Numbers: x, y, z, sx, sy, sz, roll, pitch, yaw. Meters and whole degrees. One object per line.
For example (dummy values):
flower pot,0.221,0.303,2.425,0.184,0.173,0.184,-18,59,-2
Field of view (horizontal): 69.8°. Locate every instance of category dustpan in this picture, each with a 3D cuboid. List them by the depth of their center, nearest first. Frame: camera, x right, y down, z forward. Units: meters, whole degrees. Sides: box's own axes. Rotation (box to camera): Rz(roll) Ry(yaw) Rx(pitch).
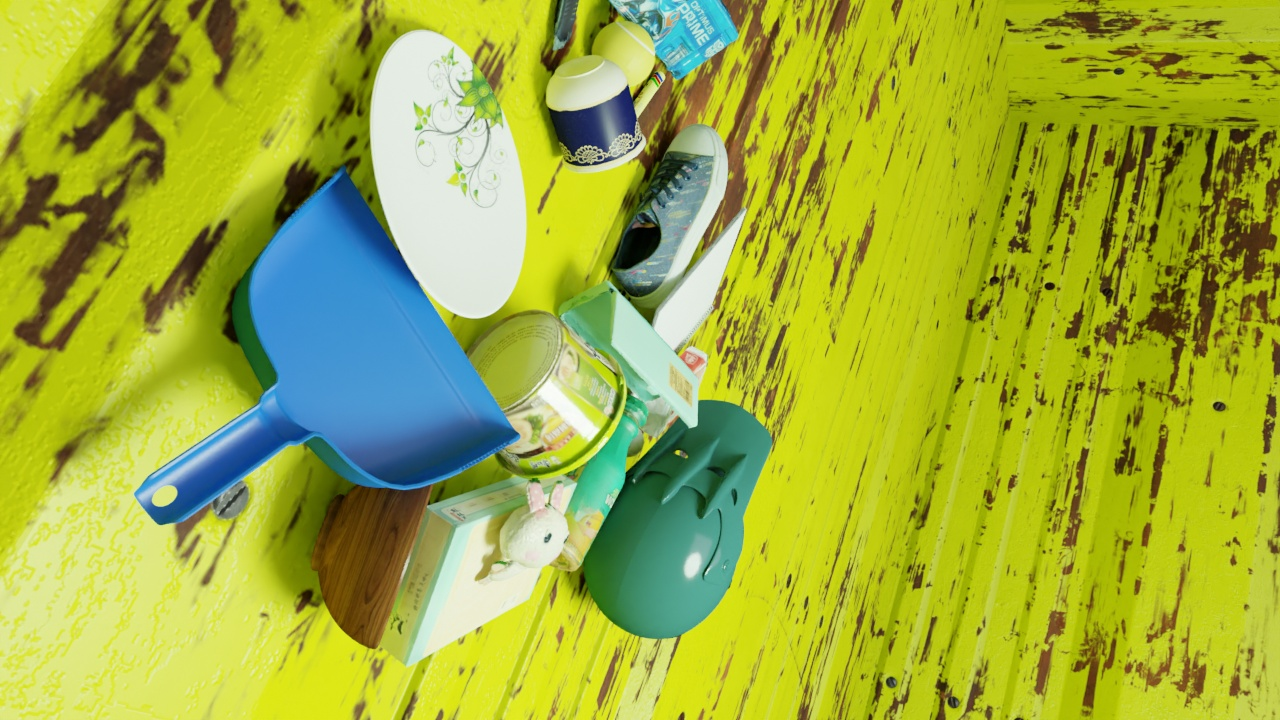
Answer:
dustpan,-0.222,0.021,0.625,0.256,0.060,0.245,-42,108,-37

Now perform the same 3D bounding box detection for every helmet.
helmet,0.046,0.190,1.090,0.274,0.176,0.201,-51,155,-32

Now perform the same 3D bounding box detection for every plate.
plate,-0.160,-0.147,0.747,0.229,0.030,0.229,-6,90,-70

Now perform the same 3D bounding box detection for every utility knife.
utility knife,-0.064,-0.379,0.882,0.028,0.020,0.172,15,85,-61

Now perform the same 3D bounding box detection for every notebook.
notebook,0.058,-0.064,1.145,0.244,0.013,0.178,-51,165,-42

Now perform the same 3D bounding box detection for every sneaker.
sneaker,0.033,-0.179,1.064,0.079,0.087,0.235,35,71,-53

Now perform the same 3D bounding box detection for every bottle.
bottle,-0.052,0.129,1.022,0.209,0.068,0.068,-60,146,-32

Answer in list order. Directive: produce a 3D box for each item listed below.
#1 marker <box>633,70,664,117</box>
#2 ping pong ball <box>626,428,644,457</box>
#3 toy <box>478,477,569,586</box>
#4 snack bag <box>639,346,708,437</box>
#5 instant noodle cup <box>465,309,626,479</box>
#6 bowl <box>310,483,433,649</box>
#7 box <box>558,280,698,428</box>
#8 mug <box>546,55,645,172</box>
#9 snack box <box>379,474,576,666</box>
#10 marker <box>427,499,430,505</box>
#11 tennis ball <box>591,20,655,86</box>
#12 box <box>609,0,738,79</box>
marker,-0.005,-0.281,1.028,0.132,0.014,0.014,-61,146,-31
ping pong ball,-0.015,0.097,1.107,0.040,0.040,0.040,-28,123,-55
toy,-0.096,0.156,0.808,0.112,0.050,0.087,-67,158,-7
snack bag,0.042,0.039,1.177,0.115,0.036,0.077,-43,157,-50
instant noodle cup,-0.095,0.026,0.841,0.098,0.146,0.146,51,54,-41
bowl,-0.214,0.141,0.712,0.147,0.069,0.147,-162,-89,-79
box,-0.005,0.007,0.990,0.188,0.077,0.092,48,23,-44
mug,-0.048,-0.251,0.902,0.111,0.086,0.089,-102,176,-53
snack box,-0.144,0.183,0.849,0.193,0.044,0.142,-9,125,-63
marker,-0.198,0.074,0.789,0.015,0.018,0.134,-24,122,-34
tennis ball,-0.018,-0.313,0.940,0.065,0.065,0.065,-28,123,-55
box,0.013,-0.412,0.973,0.115,0.094,0.243,63,16,17
